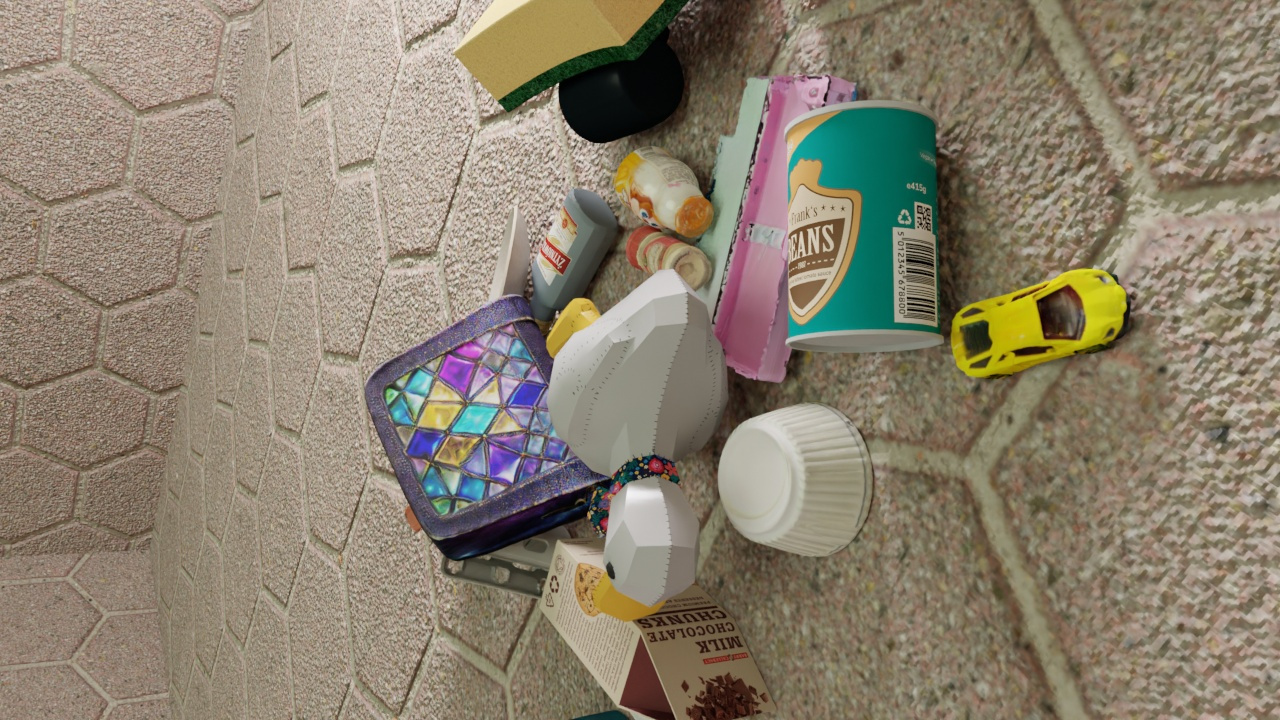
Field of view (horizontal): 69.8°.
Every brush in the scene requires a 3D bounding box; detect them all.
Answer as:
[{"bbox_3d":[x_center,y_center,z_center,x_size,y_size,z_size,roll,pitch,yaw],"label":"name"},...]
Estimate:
[{"bbox_3d":[-0.040,-0.338,0.822,0.251,0.075,0.194,2,54,54],"label":"brush"}]

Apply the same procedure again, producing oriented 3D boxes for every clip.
[{"bbox_3d":[-0.133,0.169,0.948,0.082,0.125,0.147,124,159,-44],"label":"clip"}]

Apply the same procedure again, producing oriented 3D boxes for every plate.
[{"bbox_3d":[-0.149,-0.078,1.031,0.189,0.027,0.188,-169,91,-77],"label":"plate"}]

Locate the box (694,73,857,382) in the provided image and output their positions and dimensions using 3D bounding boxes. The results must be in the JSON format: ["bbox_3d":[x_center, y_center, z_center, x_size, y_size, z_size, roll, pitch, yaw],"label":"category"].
[{"bbox_3d":[0.089,-0.112,0.740,0.159,0.035,0.230,32,112,59],"label":"box"}]

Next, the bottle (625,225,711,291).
[{"bbox_3d":[0.023,-0.089,0.800,0.109,0.044,0.044,-138,60,-63],"label":"bottle"}]

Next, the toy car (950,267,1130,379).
[{"bbox_3d":[0.231,-0.021,0.537,0.107,0.030,0.049,-24,66,49],"label":"toy car"}]

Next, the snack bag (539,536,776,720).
[{"bbox_3d":[0.011,0.228,0.755,0.206,0.094,0.070,34,113,50],"label":"snack bag"}]

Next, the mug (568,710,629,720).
[{"bbox_3d":[-0.069,0.377,0.842,0.112,0.104,0.084,-44,53,42],"label":"mug"}]

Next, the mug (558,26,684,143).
[{"bbox_3d":[-0.008,-0.269,0.860,0.095,0.085,0.121,1,58,53],"label":"mug"}]

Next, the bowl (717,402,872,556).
[{"bbox_3d":[0.104,0.087,0.670,0.116,0.062,0.115,-9,79,53],"label":"bowl"}]

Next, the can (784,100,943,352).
[{"bbox_3d":[0.145,-0.082,0.601,0.099,0.099,0.144,-7,80,53],"label":"can"}]

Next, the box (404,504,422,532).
[{"bbox_3d":[-0.226,0.154,1.053,0.187,0.053,0.058,-43,37,47],"label":"box"}]

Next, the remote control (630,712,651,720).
[{"bbox_3d":[0.026,0.301,0.784,0.114,0.028,0.060,30,110,51],"label":"remote control"}]

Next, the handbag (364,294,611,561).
[{"bbox_3d":[-0.127,0.063,0.877,0.204,0.221,0.126,60,167,18],"label":"handbag"}]

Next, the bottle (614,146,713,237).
[{"bbox_3d":[0.023,-0.145,0.803,0.108,0.063,0.063,49,125,49],"label":"bottle"}]

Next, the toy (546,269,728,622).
[{"bbox_3d":[0.001,0.046,0.703,0.267,0.140,0.247,-106,26,-51],"label":"toy"}]

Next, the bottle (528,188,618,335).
[{"bbox_3d":[-0.081,-0.095,0.959,0.162,0.046,0.072,-58,44,33],"label":"bottle"}]
